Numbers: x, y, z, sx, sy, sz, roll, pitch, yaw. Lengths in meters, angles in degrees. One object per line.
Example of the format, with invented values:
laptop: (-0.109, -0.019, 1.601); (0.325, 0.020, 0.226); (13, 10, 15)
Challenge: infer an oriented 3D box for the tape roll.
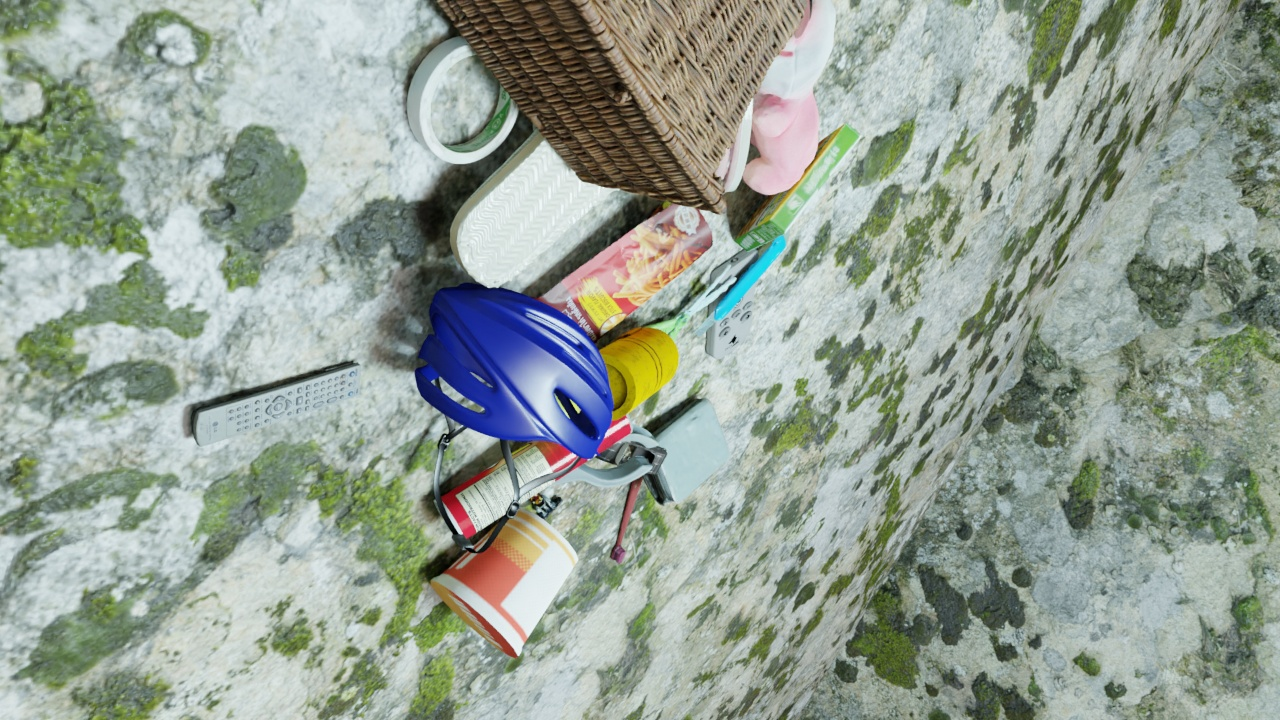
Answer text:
tape roll: (-0.130, -0.194, 0.686); (0.093, 0.018, 0.094); (-35, 144, -30)

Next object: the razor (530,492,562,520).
razor: (-0.113, 0.159, 1.033); (0.042, 0.022, 0.144); (-47, 170, -11)

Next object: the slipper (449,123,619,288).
slipper: (-0.060, -0.170, 0.773); (0.272, 0.054, 0.114); (-47, 146, -22)

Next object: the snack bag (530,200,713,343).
snack bag: (-0.025, -0.080, 0.935); (0.207, 0.066, 0.139); (-36, 152, -12)

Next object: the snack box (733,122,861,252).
snack box: (0.169, -0.187, 1.018); (0.132, 0.027, 0.168); (-52, -174, -4)

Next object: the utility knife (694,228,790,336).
utility knife: (0.125, -0.093, 1.111); (0.185, 0.015, 0.031); (-48, 143, -18)

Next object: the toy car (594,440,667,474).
toy car: (-0.012, 0.113, 1.116); (0.092, 0.037, 0.040); (20, 107, -25)

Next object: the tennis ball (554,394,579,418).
tennis ball: (-0.095, 0.048, 0.931); (0.065, 0.065, 0.065); (-35, 145, -30)

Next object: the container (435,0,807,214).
container: (-0.007, -0.257, 0.625); (0.183, 0.162, 0.250); (-55, 138, -12)

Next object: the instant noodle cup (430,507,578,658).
instant noodle cup: (-0.143, 0.238, 1.013); (0.120, 0.123, 0.123); (-48, 150, -26)

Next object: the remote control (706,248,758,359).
remote control: (0.116, -0.067, 1.159); (0.074, 0.019, 0.151); (-35, 145, -30)

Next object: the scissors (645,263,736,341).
scissors: (0.048, -0.053, 1.068); (0.175, 0.032, 0.093); (-50, 145, -3)

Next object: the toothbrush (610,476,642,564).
toothbrush: (-0.013, 0.207, 1.254); (0.016, 0.016, 0.190); (-21, 136, -44)

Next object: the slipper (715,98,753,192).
slipper: (0.070, -0.263, 0.822); (0.054, 0.114, 0.275); (-3, 142, -2)

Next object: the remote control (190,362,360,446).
remote control: (-0.278, 0.032, 0.708); (0.136, 0.013, 0.033); (-20, 135, -44)

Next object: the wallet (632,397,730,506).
wallet: (0.057, 0.119, 1.206); (0.131, 0.054, 0.100); (-32, 112, -35)

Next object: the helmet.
helmet: (-0.130, 0.053, 0.801); (0.227, 0.148, 0.241); (-55, 137, -2)

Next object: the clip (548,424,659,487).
clip: (-0.059, 0.127, 1.055); (0.163, 0.028, 0.115); (-1, 121, -31)

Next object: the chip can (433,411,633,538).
chip can: (-0.108, 0.109, 0.956); (0.214, 0.052, 0.052); (-32, 144, -20)

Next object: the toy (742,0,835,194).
toy: (0.139, -0.275, 0.888); (0.141, 0.084, 0.213); (-82, 172, -47)

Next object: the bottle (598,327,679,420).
bottle: (-0.006, 0.006, 0.973); (0.163, 0.071, 0.071); (-33, 148, -63)
